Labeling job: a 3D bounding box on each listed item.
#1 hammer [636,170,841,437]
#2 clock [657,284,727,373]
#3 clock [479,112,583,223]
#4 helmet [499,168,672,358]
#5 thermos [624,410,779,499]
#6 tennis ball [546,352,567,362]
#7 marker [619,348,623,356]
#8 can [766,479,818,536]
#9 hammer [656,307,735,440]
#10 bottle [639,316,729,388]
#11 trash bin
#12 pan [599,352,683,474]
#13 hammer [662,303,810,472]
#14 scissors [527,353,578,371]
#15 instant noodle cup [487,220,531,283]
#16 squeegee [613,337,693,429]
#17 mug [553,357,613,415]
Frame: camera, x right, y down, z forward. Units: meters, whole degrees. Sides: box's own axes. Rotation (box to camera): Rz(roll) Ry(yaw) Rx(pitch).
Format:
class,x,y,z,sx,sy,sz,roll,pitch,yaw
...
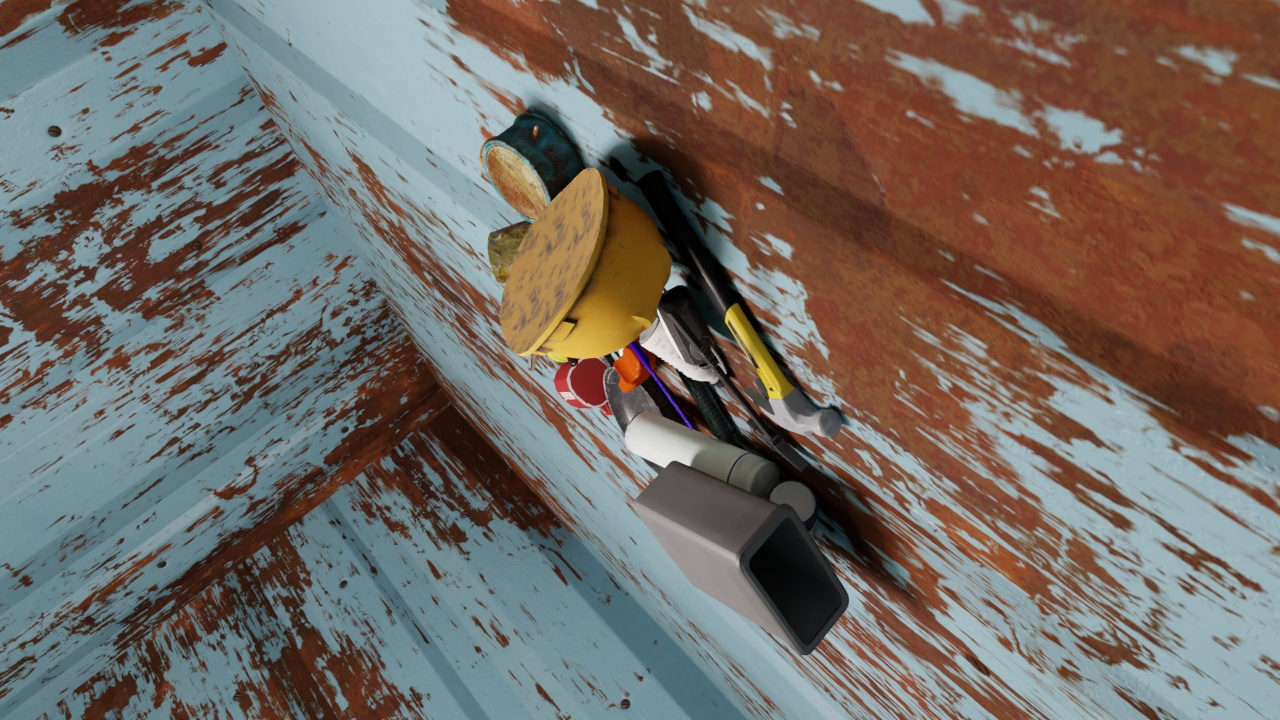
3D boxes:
class,x,y,z,sx,sy,sz,roll,pitch,yaw
hammer,0.092,-0.055,0.960,0.323,0.029,0.127,56,163,-13
clock,0.052,-0.033,1.024,0.122,0.044,0.091,64,-176,20
clock,-0.133,-0.228,1.100,0.158,0.073,0.121,3,131,54
helmet,-0.044,-0.083,0.976,0.131,0.205,0.256,22,171,-22
thermos,0.080,0.131,1.244,0.230,0.067,0.068,20,147,42
tennis ball,-0.131,-0.030,1.531,0.065,0.065,0.065,46,163,18
marker,-0.026,-0.040,1.305,0.027,0.023,0.133,13,150,15
can,0.191,0.203,1.173,0.064,0.064,0.127,43,162,26
hammer,0.036,-0.025,1.163,0.319,0.032,0.130,58,162,-23
bottle,0.056,-0.006,1.094,0.116,0.041,0.041,33,168,-16
trash bin,0.120,0.238,1.140,0.220,0.097,0.192,17,146,55
pan,-0.029,0.028,1.431,0.357,0.040,0.208,58,159,7
hammer,0.100,0.031,0.977,0.095,0.015,0.325,42,177,39
scissors,-0.163,-0.054,1.493,0.199,0.015,0.180,57,140,20
instant noodle cup,-0.131,-0.141,1.167,0.102,0.108,0.102,-9,-91,-80
squeegee,-0.008,0.007,1.261,0.249,0.055,0.185,54,162,11
mug,-0.082,0.048,1.547,0.116,0.080,0.097,48,165,-11
